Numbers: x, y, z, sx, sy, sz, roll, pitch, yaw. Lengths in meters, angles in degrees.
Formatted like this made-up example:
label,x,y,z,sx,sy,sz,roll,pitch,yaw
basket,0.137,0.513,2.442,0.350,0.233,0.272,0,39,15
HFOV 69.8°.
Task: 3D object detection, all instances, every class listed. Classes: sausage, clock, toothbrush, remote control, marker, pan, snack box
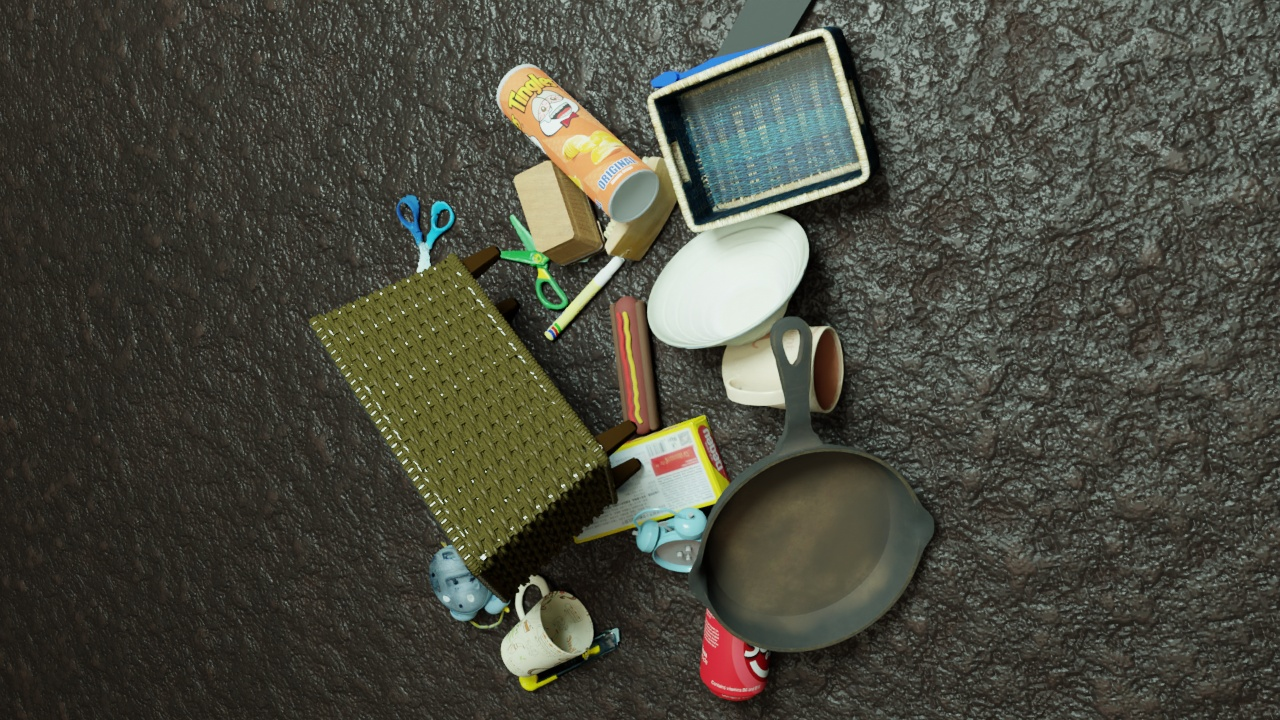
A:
label,x,y,z,sx,sy,sz,roll,pitch,yaw
sausage,-0.006,0.006,1.015,0.040,0.040,0.155,-3,99,26
clock,0.040,0.194,0.997,0.088,0.041,0.123,-23,133,28
clock,-0.214,0.284,1.165,0.089,0.051,0.124,-19,92,26
toothbrush,0.094,-0.297,0.903,0.187,0.011,0.016,-9,98,28
remote control,0.119,-0.322,0.903,0.058,0.013,0.134,39,114,14
marker,-0.064,-0.071,1.042,0.014,0.014,0.133,50,116,9
pan,0.153,0.121,0.881,0.248,0.043,0.356,-12,112,-6
snack box,-0.002,0.137,1.038,0.201,0.042,0.092,-22,90,27

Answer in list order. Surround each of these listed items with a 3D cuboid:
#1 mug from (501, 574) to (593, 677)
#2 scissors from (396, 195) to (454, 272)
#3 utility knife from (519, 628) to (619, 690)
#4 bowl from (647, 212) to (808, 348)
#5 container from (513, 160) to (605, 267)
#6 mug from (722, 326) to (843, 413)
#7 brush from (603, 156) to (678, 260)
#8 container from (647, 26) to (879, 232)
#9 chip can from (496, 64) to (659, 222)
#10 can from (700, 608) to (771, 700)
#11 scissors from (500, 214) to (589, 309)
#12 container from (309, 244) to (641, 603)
label,x,y,z,sx,sy,sz,roll,pitch,yaw
mug,-0.126,0.322,1.126,0.097,0.081,0.122,-41,58,31
scissors,-0.276,-0.141,1.135,0.086,0.015,0.135,23,114,16
utility knife,-0.086,0.370,1.139,0.171,0.020,0.029,-35,86,26
bowl,0.096,-0.065,0.916,0.177,0.176,0.058,-17,133,28
container,-0.091,-0.165,1.003,0.063,0.061,0.114,-20,85,22
mug,0.133,0.014,0.910,0.104,0.111,0.085,2,116,34
brush,0.003,-0.164,0.973,0.039,0.049,0.117,49,119,35
container,0.119,-0.219,0.881,0.188,0.071,0.145,-13,104,27
chip can,-0.068,-0.229,0.955,0.210,0.062,0.062,47,117,28
can,0.107,0.290,0.996,0.074,0.074,0.142,11,105,24
scissors,-0.111,-0.123,1.056,0.120,0.012,0.128,-36,83,25
container,-0.159,0.053,0.968,0.204,0.177,0.321,-34,69,-12
